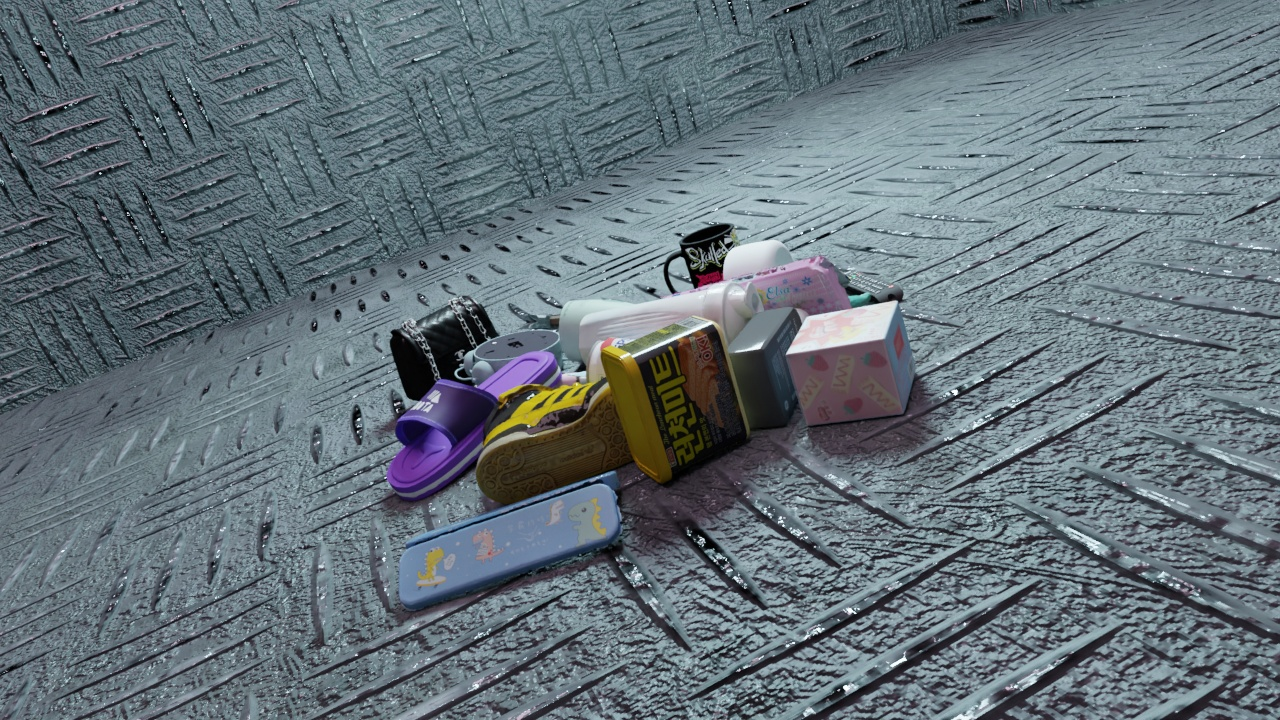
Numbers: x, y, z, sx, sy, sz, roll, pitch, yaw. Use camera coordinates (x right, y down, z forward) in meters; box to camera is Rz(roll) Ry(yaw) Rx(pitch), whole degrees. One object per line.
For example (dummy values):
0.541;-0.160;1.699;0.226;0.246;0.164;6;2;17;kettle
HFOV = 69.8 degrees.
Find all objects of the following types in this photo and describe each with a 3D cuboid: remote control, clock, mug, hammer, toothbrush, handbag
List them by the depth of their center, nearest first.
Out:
0.281;-0.092;1.149;0.033;0.015;0.147;-22;19;-7;remote control
-0.104;0.032;1.179;0.223;0.026;0.027;-10;40;25;toothbrush
0.154;-0.099;1.187;0.068;0.094;0.115;-6;45;31;mug
-0.040;-0.041;1.252;0.104;0.084;0.111;-2;-4;24;mug
-0.181;0.000;1.281;0.159;0.045;0.122;-17;20;-18;clock
0.092;-0.132;1.323;0.118;0.098;0.081;-17;19;8;mug
-0.010;-0.069;1.334;0.318;0.028;0.146;-4;-1;29;hammer
-0.276;-0.018;1.338;0.153;0.125;0.115;-30;21;-29;handbag

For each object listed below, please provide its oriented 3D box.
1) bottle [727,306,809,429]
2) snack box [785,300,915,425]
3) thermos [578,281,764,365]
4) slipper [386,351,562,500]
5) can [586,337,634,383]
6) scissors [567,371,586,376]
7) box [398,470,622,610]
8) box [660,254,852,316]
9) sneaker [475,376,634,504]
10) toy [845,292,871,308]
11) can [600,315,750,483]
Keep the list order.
0.141;-0.007;0.949;0.046;0.084;0.173;-9;20;29;bottle
0.200;0.002;0.868;0.095;0.079;0.092;-10;21;28;snack box
0.040;-0.032;1.057;0.221;0.099;0.099;-7;23;30;thermos
-0.211;0.048;1.100;0.107;0.084;0.265;5;36;44;slipper
0.014;0.014;0.993;0.132;0.070;0.070;6;28;23;can
-0.004;0.009;1.113;0.177;0.013;0.170;7;38;32;scissors
-0.118;0.152;0.831;0.209;0.043;0.124;-20;17;5;box
0.134;-0.071;1.093;0.231;0.084;0.070;-13;33;35;box
-0.062;0.058;0.961;0.238;0.086;0.122;-24;23;-2;sneaker
0.220;-0.069;1.119;0.085;0.033;0.105;-25;21;-18;toy
0.034;0.034;0.872;0.101;0.131;0.072;-23;19;-18;can
